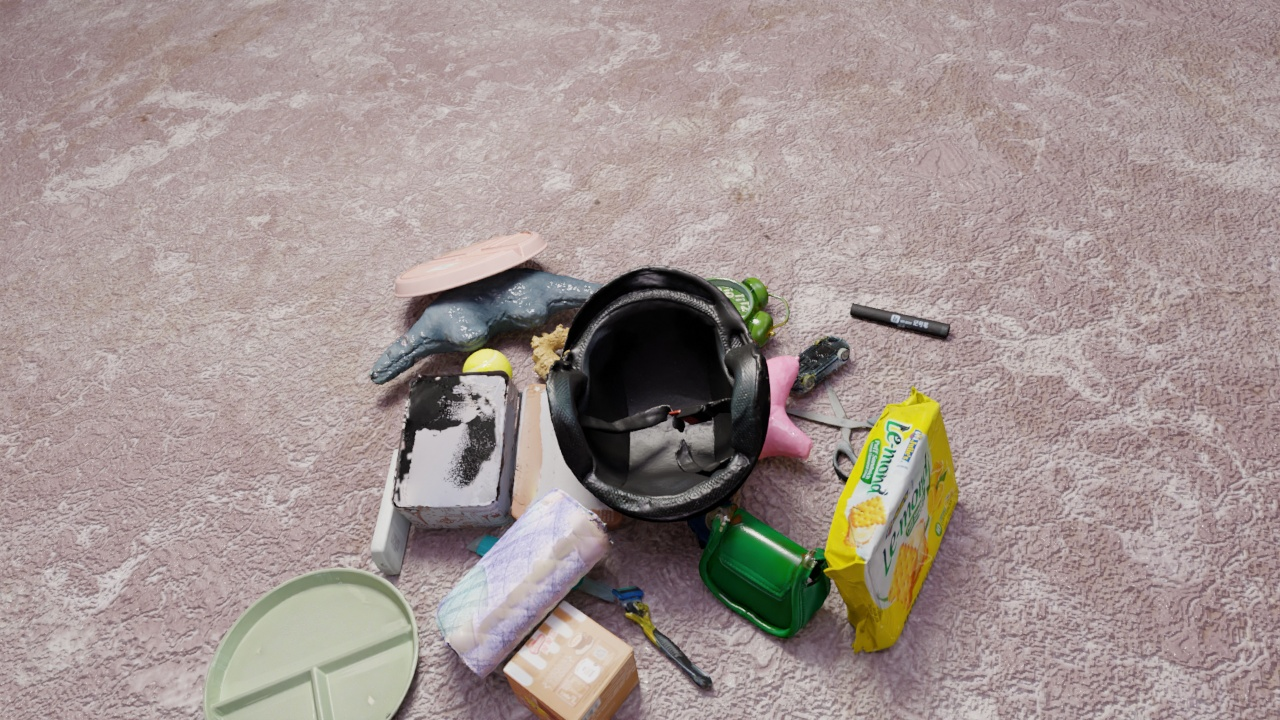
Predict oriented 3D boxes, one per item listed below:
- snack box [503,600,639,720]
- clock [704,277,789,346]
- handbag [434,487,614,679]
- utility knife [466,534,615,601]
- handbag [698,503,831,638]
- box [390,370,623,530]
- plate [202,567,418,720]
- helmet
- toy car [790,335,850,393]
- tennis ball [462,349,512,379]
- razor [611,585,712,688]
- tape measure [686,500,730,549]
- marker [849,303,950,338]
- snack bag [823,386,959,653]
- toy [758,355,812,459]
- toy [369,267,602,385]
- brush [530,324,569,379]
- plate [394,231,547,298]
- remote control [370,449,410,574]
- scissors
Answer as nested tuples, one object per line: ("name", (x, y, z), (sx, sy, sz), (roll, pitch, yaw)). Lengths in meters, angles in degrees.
("snack box", (-0.067, 0.316, 0.920), (0.094, 0.077, 0.092), (27, 57, 27))
("clock", (0.121, -0.061, 1.245), (0.161, 0.056, 0.116), (-5, 49, 3))
("handbag", (-0.121, 0.227, 0.959), (0.193, 0.075, 0.134), (-46, 14, -11))
("utility knife", (-0.113, 0.236, 1.041), (0.193, 0.013, 0.029), (16, 54, 23))
("handbag", (0.128, 0.215, 0.955), (0.131, 0.120, 0.067), (27, 51, 30))
("box", (-0.147, 0.106, 1.091), (0.262, 0.088, 0.177), (-1, 62, 8))
("plate", (-0.348, 0.329, 0.981), (0.230, 0.027, 0.229), (-4, 48, 4))
("helmet", (0.023, 0.044, 1.006), (0.233, 0.230, 0.274), (-5, 70, 4))
("toy car", (0.226, 0.006, 1.184), (0.105, 0.031, 0.049), (-35, 42, -20))
("tennis ball", (-0.202, 0.018, 1.214), (0.065, 0.066, 0.065), (-4, 48, 4))
("razor", (0.024, 0.293, 0.966), (0.143, 0.022, 0.042), (41, 20, 31))
("tape measure", (0.088, 0.190, 1.046), (0.058, 0.025, 0.054), (-26, 52, -9))
("marker", (0.348, -0.054, 1.233), (0.132, 0.020, 0.022), (15, 23, 22))
("snack bag", (0.260, 0.167, 0.959), (0.068, 0.158, 0.245), (7, 47, 37))
("toy", (0.133, 0.058, 1.118), (0.178, 0.074, 0.194), (-41, 57, -3))
("toy", (-0.210, -0.063, 1.269), (0.356, 0.091, 0.138), (-21, 46, -13))
("brush", (-0.086, 0.054, 1.183), (0.083, 0.046, 0.254), (-14, 53, -6))
("plate", (-0.244, -0.141, 1.310), (0.229, 0.028, 0.229), (-16, 17, 5))
("remote control", (-0.291, 0.178, 1.088), (0.021, 0.058, 0.149), (-5, 47, 7))
("scissors", (0.249, 0.082, 1.130), (0.177, 0.014, 0.159), (11, 48, 22))
